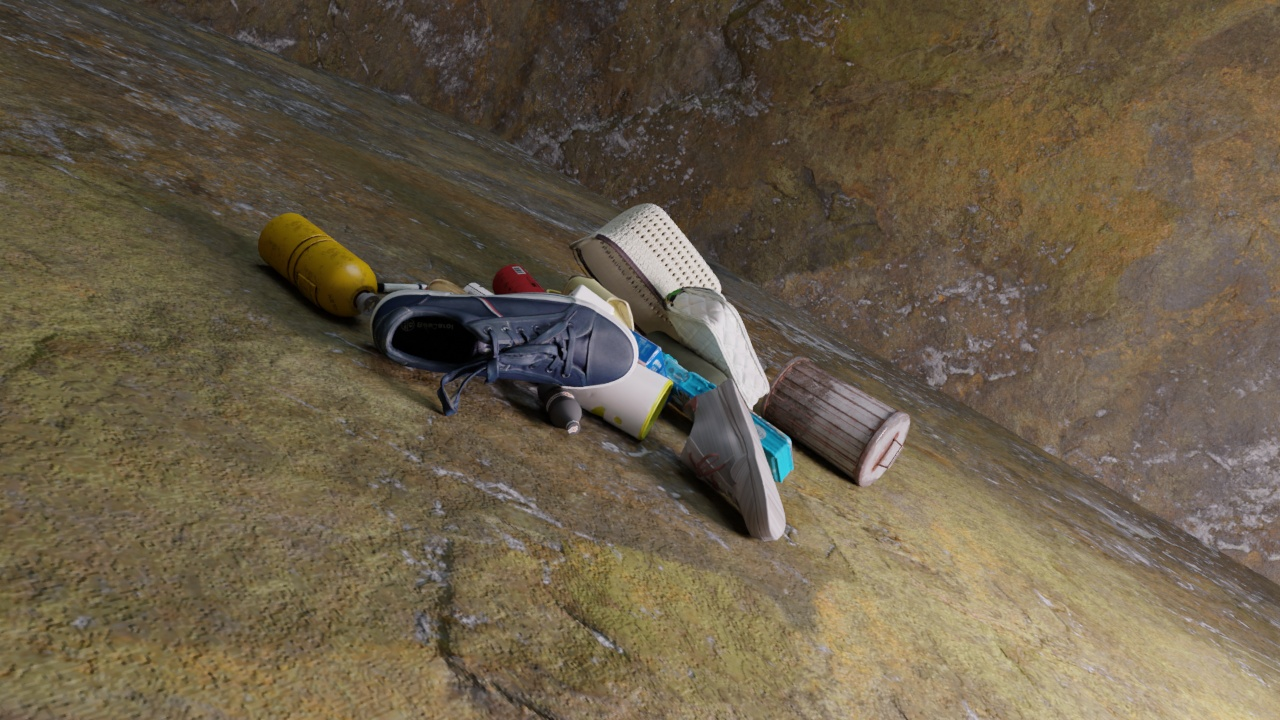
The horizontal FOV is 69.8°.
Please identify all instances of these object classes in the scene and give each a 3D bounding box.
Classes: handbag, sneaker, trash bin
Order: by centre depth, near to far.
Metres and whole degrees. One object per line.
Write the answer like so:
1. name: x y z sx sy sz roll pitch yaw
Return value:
1. sneaker: -0.137 -0.009 0.976 0.294 0.121 0.127 6 13 -17
2. sneaker: 0.098 0.124 1.073 0.235 0.089 0.099 -101 164 -49
3. handbag: -0.069 -0.055 1.320 0.081 0.111 0.119 -4 26 -24
4. handbag: 0.120 -0.018 1.404 0.139 0.072 0.195 25 -31 51
5. trash bin: 0.309 0.096 1.435 0.211 0.131 0.130 34 15 31

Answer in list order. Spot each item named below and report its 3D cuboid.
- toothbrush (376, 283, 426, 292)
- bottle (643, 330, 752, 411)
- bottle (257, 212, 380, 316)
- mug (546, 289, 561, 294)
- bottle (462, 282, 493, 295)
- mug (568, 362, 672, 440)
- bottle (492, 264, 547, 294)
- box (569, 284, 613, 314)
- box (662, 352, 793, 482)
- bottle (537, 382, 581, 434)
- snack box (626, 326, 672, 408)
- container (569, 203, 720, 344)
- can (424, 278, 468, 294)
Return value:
1. toothbrush: -0.330 -0.096 1.180 0.012 0.017 0.186 51 19 11
2. bottle: 0.080 0.033 1.362 0.207 0.071 0.071 36 17 33
3. bottle: -0.358 -0.100 1.041 0.164 0.071 0.071 34 16 26
4. mug: -0.098 -0.087 1.445 0.113 0.083 0.107 16 16 -17
5. bottle: -0.196 -0.063 1.262 0.116 0.041 0.041 31 15 17
6. mug: -0.025 0.038 1.125 0.106 0.083 0.082 28 14 8
7. bottle: -0.163 -0.083 1.350 0.062 0.062 0.176 17 17 -35
8. box: -0.119 -0.017 1.107 0.188 0.112 0.101 -36 89 -38
9. box: 0.109 0.075 1.245 0.227 0.039 0.094 36 -17 28
10. bottle: -0.090 0.053 1.044 0.036 0.036 0.110 20 16 -27
11. snack box: -0.007 0.007 1.215 0.088 0.033 0.154 32 -18 22
12. container: 0.014 -0.139 1.522 0.251 0.143 0.185 50 -18 -14
13. can: -0.230 -0.051 1.087 0.086 0.043 0.086 41 24 -24
